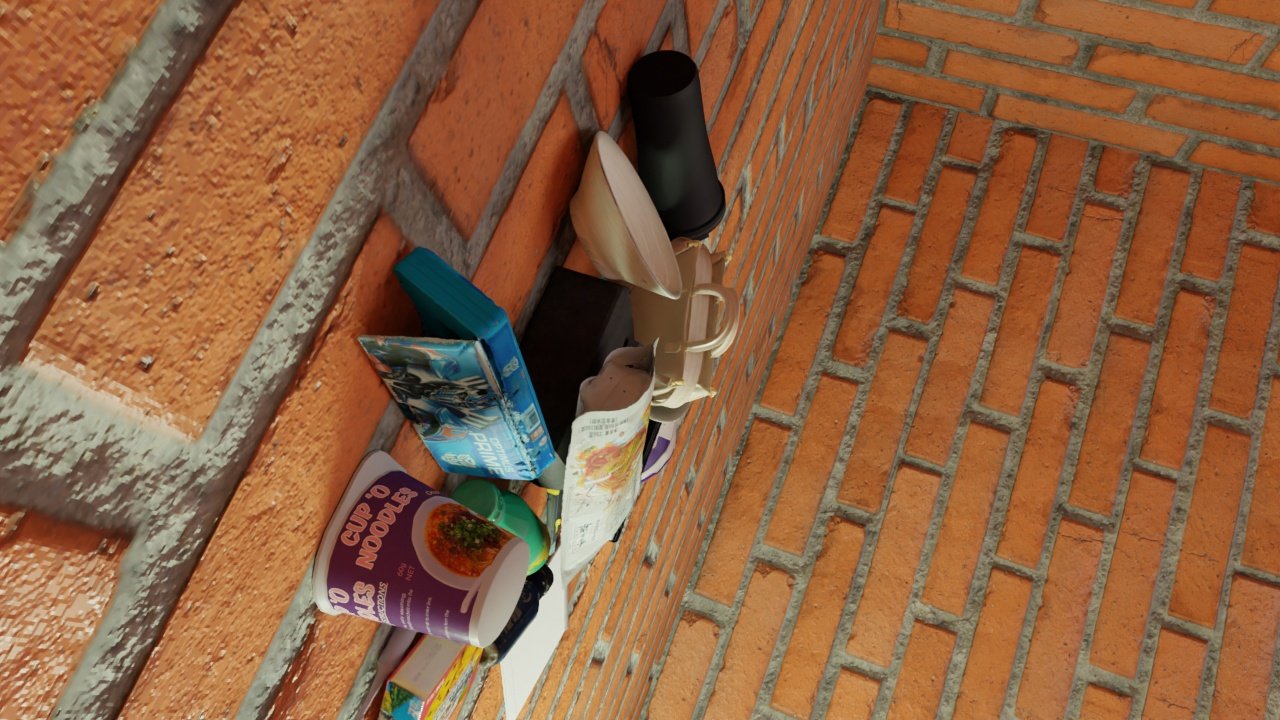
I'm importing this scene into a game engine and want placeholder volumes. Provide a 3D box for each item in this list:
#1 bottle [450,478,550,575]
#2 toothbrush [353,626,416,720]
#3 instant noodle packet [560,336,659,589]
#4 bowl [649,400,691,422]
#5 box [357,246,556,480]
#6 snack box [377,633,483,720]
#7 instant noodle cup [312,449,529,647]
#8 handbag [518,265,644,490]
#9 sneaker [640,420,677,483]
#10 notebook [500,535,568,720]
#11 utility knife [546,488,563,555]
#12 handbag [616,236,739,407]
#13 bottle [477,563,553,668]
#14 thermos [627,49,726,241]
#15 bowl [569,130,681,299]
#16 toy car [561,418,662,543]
[{"bbox_3d":[-0.135,0.159,0.879,0.210,0.068,0.068,78,32,-68],"label":"bottle"},{"bbox_3d":[-0.208,0.240,0.813,0.019,0.018,0.187,95,18,-60],"label":"toothbrush"},{"bbox_3d":[-0.028,0.107,0.895,0.146,0.057,0.270,-45,154,-36],"label":"instant noodle packet"},{"bbox_3d":[-0.007,0.007,1.188,0.174,0.068,0.174,31,49,-43],"label":"bowl"},{"bbox_3d":[-0.136,0.029,0.702,0.085,0.092,0.244,-44,157,-19],"label":"box"},{"bbox_3d":[-0.195,0.304,0.863,0.142,0.040,0.145,-52,165,-57],"label":"snack box"},{"bbox_3d":[-0.154,0.146,0.683,0.121,0.122,0.137,-46,151,-62],"label":"instant noodle cup"},{"bbox_3d":[-0.062,0.040,0.956,0.199,0.102,0.197,72,38,-68],"label":"handbag"},{"bbox_3d":[0.016,0.063,1.339,0.111,0.092,0.243,90,19,-51],"label":"sneaker"},{"bbox_3d":[-0.144,0.375,1.266,0.246,0.013,0.177,94,21,-45],"label":"notebook"},{"bbox_3d":[-0.107,0.184,1.149,0.028,0.020,0.188,-54,159,-47],"label":"utility knife"},{"bbox_3d":[0.047,-0.045,1.032,0.198,0.101,0.194,-8,-108,57],"label":"handbag"},{"bbox_3d":[-0.146,0.280,1.033,0.160,0.056,0.056,-42,148,-64],"label":"bottle"},{"bbox_3d":[0.037,-0.233,1.018,0.219,0.106,0.105,75,35,-57],"label":"thermos"},{"bbox_3d":[-0.024,-0.130,0.895,0.177,0.058,0.176,58,16,-29],"label":"bowl"},{"bbox_3d":[-0.049,0.133,1.213,0.071,0.094,0.191,29,79,-51],"label":"toy car"}]
